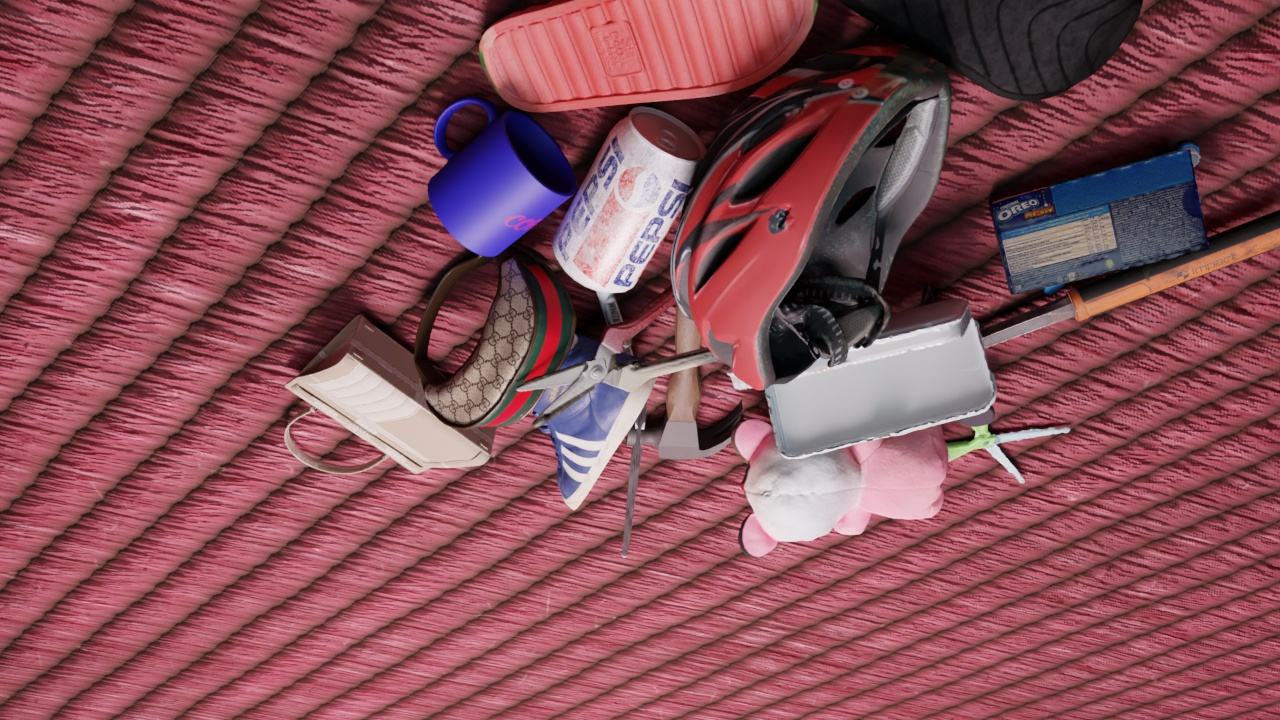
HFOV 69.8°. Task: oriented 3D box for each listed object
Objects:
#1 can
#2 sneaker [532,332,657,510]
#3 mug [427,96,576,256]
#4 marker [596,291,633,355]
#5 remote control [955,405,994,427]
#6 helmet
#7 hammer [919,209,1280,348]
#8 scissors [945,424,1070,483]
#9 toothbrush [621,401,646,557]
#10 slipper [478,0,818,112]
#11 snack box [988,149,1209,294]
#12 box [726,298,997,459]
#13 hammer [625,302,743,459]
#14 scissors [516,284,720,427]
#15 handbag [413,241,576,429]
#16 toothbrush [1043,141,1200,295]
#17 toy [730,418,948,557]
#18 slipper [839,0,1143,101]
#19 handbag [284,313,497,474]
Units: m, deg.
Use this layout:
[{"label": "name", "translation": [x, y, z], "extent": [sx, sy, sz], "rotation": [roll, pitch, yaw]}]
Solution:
[{"label": "can", "translation": [-0.010, -0.124, 0.727], "extent": [0.078, 0.078, 0.136], "rotation": [21, 128, -18]}, {"label": "sneaker", "translation": [-0.079, 0.055, 0.879], "extent": [0.118, 0.091, 0.234], "rotation": [27, 143, -4]}, {"label": "mug", "translation": [-0.117, -0.149, 0.712], "extent": [0.084, 0.079, 0.111], "rotation": [-33, 96, 25]}, {"label": "marker", "translation": [-0.025, -0.040, 0.841], "extent": [0.017, 0.017, 0.147], "rotation": [-10, 132, 8]}, {"label": "remote control", "translation": [0.278, 0.035, 0.882], "extent": [0.124, 0.009, 0.046], "rotation": [22, 153, 5]}, {"label": "helmet", "translation": [0.123, -0.106, 0.671], "extent": [0.167, 0.216, 0.273], "rotation": [39, 132, 21]}, {"label": "hammer", "translation": [0.398, -0.066, 0.802], "extent": [0.315, 0.034, 0.138], "rotation": [-23, 128, 22]}, {"label": "scissors", "translation": [0.359, 0.080, 0.953], "extent": [0.171, 0.023, 0.168], "rotation": [-12, 125, 7]}, {"label": "toothbrush", "translation": [-0.006, 0.102, 0.820], "extent": [0.010, 0.181, 0.010], "rotation": [3, 134, 4]}, {"label": "slipper", "translation": [0.005, -0.235, 0.644], "extent": [0.249, 0.059, 0.103], "rotation": [-6, 134, 25]}, {"label": "snack box", "translation": [0.370, -0.111, 0.746], "extent": [0.150, 0.027, 0.082], "rotation": [-13, 98, 17]}, {"label": "box", "translation": [0.200, 0.029, 0.808], "extent": [0.216, 0.106, 0.124], "rotation": [-13, 102, 30]}, {"label": "hammer", "translation": [0.047, -0.028, 0.845], "extent": [0.115, 0.033, 0.324], "rotation": [2, 131, 0]}, {"label": "scissors", "translation": [-0.002, -0.009, 0.771], "extent": [0.179, 0.015, 0.187], "rotation": [19, 97, -30]}, {"label": "handbag", "translation": [-0.131, -0.027, 0.781], "extent": [0.063, 0.138, 0.167], "rotation": [2, 126, -58]}, {"label": "toothbrush", "translation": [0.406, -0.115, 0.782], "extent": [0.016, 0.014, 0.167], "rotation": [20, 129, -17]}, {"label": "toy", "translation": [0.196, 0.116, 0.907], "extent": [0.213, 0.084, 0.142], "rotation": [-4, 107, -6]}, {"label": "slipper", "translation": [0.229, -0.253, 0.619], "extent": [0.267, 0.075, 0.113], "rotation": [6, 129, -27]}, {"label": "handbag", "translation": [-0.275, 0.066, 0.912], "extent": [0.198, 0.062, 0.175], "rotation": [-28, 127, 30]}]
